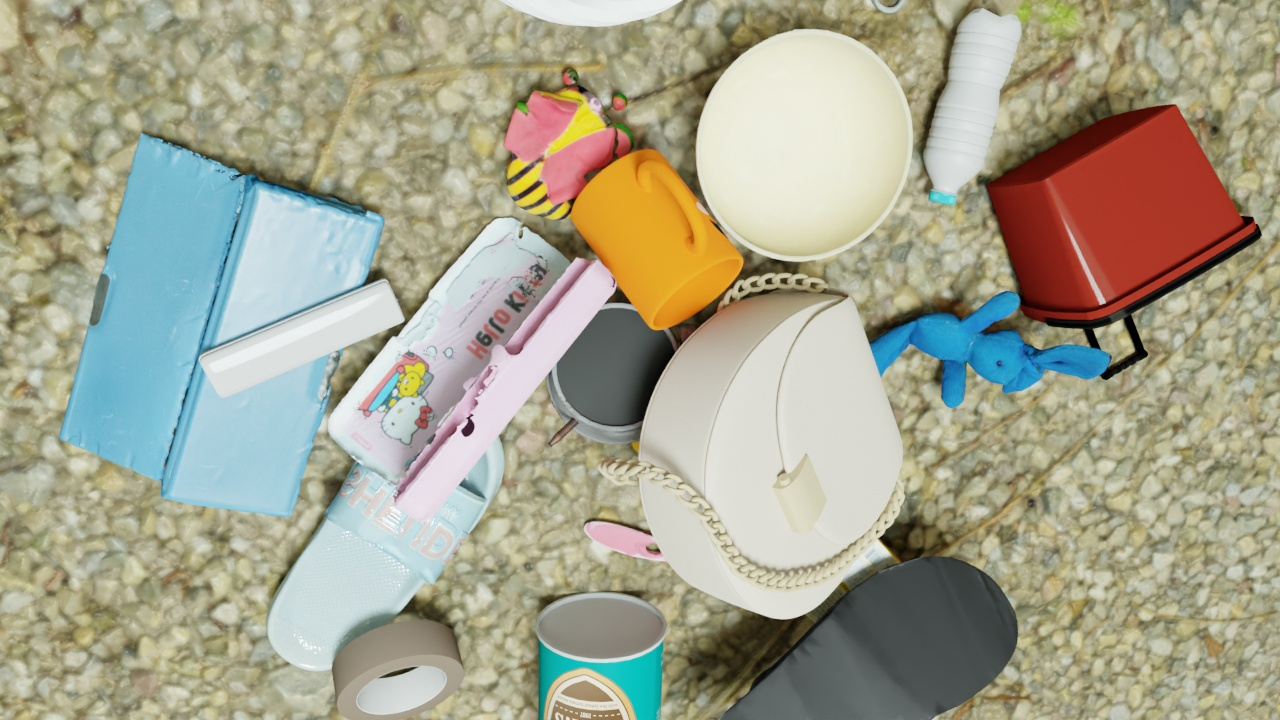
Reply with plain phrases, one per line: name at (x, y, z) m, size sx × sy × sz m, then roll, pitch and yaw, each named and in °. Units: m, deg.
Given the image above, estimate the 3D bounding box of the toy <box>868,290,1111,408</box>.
toy at (0.255, -0.002, 0.711) m, size 0.176 × 0.113 × 0.071 m, roll 3°, pitch 67°, yaw 10°

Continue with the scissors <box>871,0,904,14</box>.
scissors at (0.146, -0.308, 0.643) m, size 0.153 × 0.014 × 0.131 m, roll 34°, pitch 97°, yaw -19°

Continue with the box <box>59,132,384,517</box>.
box at (-0.289, -0.016, 0.623) m, size 0.175 × 0.060 × 0.232 m, roll 18°, pitch 101°, yaw -12°

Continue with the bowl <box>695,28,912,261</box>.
bowl at (0.104, -0.149, 0.644) m, size 0.150 × 0.075 × 0.151 m, roll -2°, pitch 104°, yaw -9°

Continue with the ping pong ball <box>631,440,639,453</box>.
ping pong ball at (0.012, 0.055, 0.698) m, size 0.040 × 0.040 × 0.040 m, roll -2°, pitch 104°, yaw -9°

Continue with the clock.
clock at (-0.004, 0.004, 0.663) m, size 0.148 × 0.056 × 0.104 m, roll -16°, pitch 82°, yaw -2°

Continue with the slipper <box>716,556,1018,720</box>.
slipper at (0.159, 0.248, 0.696) m, size 0.265 × 0.083 × 0.109 m, roll -35°, pitch 69°, yaw -10°

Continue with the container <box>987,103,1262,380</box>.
container at (0.364, -0.071, 0.689) m, size 0.148 × 0.127 × 0.201 m, roll -30°, pitch 100°, yaw -2°

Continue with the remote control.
remote control at (-0.224, -0.015, 0.613) m, size 0.130 × 0.012 × 0.033 m, roll -25°, pitch 118°, yaw -14°

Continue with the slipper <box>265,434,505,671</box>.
slipper at (-0.187, 0.133, 0.667) m, size 0.104 × 0.074 × 0.245 m, roll 35°, pitch 97°, yaw -17°

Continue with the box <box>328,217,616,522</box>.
box at (-0.118, -0.004, 0.607) m, size 0.101 × 0.111 × 0.201 m, roll 39°, pitch 82°, yaw -6°

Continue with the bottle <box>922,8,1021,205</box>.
bottle at (0.240, -0.183, 0.674) m, size 0.044 × 0.044 × 0.136 m, roll 10°, pitch 102°, yaw -12°

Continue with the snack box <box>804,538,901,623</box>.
snack box at (0.169, 0.179, 0.745) m, size 0.083 × 0.061 × 0.106 m, roll -43°, pitch 107°, yaw 4°

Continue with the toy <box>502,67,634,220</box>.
toy at (-0.054, -0.147, 0.636) m, size 0.084 × 0.046 × 0.103 m, roll 22°, pitch 105°, yaw -28°

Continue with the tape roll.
tape roll at (-0.182, 0.236, 0.692) m, size 0.093 × 0.030 × 0.094 m, roll -15°, pitch 138°, yaw -14°

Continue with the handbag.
handbag at (0.091, 0.065, 0.646) m, size 0.208 × 0.103 × 0.211 m, roll -46°, pitch 126°, yaw -29°

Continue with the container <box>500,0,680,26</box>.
container at (-0.011, -0.292, 0.501) m, size 0.189 × 0.186 × 0.189 m, roll 5°, pitch 116°, yaw 10°

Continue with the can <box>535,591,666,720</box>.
can at (-0.032, 0.269, 0.714) m, size 0.099 × 0.099 × 0.144 m, roll -1°, pitch 104°, yaw -10°

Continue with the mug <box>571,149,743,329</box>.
mug at (0.013, -0.088, 0.608) m, size 0.077 × 0.113 × 0.096 m, roll -31°, pitch 75°, yaw -17°

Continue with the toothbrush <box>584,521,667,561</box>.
toothbrush at (0.019, 0.152, 0.736) m, size 0.135 × 0.016 × 0.021 m, roll 18°, pitch 100°, yaw -14°
